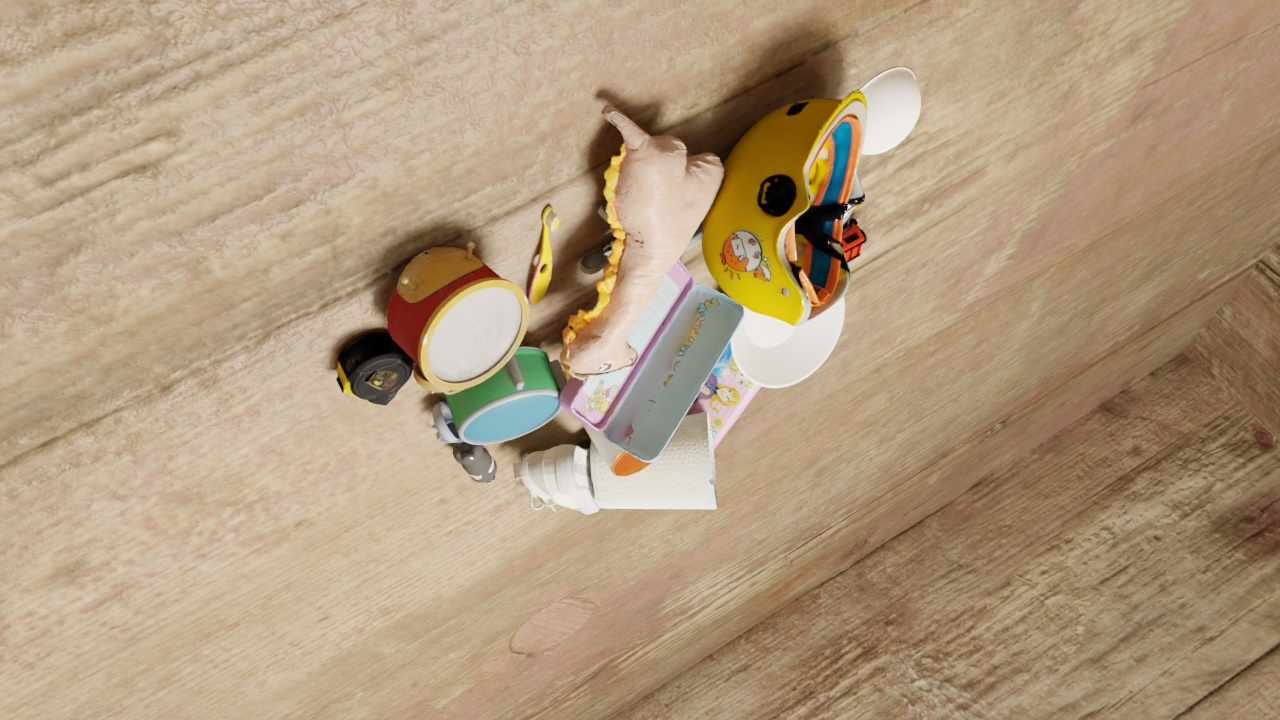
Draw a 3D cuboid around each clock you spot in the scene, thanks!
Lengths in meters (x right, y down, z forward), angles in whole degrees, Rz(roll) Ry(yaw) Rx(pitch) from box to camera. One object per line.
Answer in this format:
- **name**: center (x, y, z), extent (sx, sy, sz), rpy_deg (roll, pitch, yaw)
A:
- **clock**: center (-0.175, -0.032, 0.864), extent (0.116, 0.081, 0.159), rpy_deg (-33, 145, -27)
- **clock**: center (-0.165, 0.047, 1.019), extent (0.162, 0.075, 0.121), rpy_deg (-35, 156, 28)

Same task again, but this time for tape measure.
- **tape measure**: center (-0.255, 0.008, 0.886), extent (0.072, 0.042, 0.072), rpy_deg (-42, 149, 20)

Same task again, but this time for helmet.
- **helmet**: center (0.140, -0.160, 0.944), extent (0.208, 0.140, 0.240), rpy_deg (-23, 122, -60)

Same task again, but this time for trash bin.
- **trash bin**: center (0.020, 0.144, 1.261), extent (0.161, 0.133, 0.133), rpy_deg (-6, 152, 7)

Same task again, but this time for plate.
- **plate**: center (0.182, -0.052, 1.182), extent (0.173, 0.036, 0.174), rpy_deg (-11, 115, -24)

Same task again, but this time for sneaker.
- **sneaker**: center (-0.110, 0.160, 1.249), extent (0.091, 0.089, 0.242), rpy_deg (-4, 165, 7)

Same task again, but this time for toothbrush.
- **toothbrush**: center (-0.097, -0.099, 0.917), extent (0.021, 0.016, 0.136), rpy_deg (-23, 150, -30)

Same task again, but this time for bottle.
- **bottle**: center (-0.201, 0.127, 1.136), extent (0.036, 0.036, 0.110), rpy_deg (-31, 152, -8)

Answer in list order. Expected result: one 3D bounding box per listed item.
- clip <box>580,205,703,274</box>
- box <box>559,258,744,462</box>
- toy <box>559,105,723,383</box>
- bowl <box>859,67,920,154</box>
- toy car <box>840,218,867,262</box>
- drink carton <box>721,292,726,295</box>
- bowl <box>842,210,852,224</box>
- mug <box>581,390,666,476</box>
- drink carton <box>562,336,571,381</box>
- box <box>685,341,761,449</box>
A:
- **clip**: center (0.009, -0.130, 0.972), extent (0.162, 0.027, 0.091), rpy_deg (-8, 141, -39)
- **box**: center (0.013, -0.005, 1.026), extent (0.214, 0.140, 0.062), rpy_deg (-58, -165, -10)
- **toy**: center (-0.025, -0.100, 0.888), extent (0.196, 0.065, 0.265), rpy_deg (20, 112, -40)
- **bowl**: center (0.277, -0.269, 1.030), extent (0.109, 0.040, 0.110), rpy_deg (-26, 151, -16)
- **toy car**: center (0.241, -0.143, 1.180), extent (0.100, 0.048, 0.051), rpy_deg (-28, 152, -12)
- **drink carton**: center (0.064, -0.037, 1.160), extent (0.128, 0.044, 0.039), rpy_deg (-31, 152, -12)
- **bowl**: center (0.219, -0.184, 1.096), extent (0.114, 0.045, 0.114), rpy_deg (-26, 151, -16)
- **mug**: center (-0.026, 0.085, 1.185), extent (0.082, 0.105, 0.082), rpy_deg (-26, 151, -16)
- **drink carton**: center (-0.059, 0.013, 1.087), extent (0.041, 0.058, 0.123), rpy_deg (-25, 151, -18)
- **box**: center (0.121, 0.036, 1.318), extent (0.090, 0.084, 0.231), rpy_deg (-46, 170, -52)
